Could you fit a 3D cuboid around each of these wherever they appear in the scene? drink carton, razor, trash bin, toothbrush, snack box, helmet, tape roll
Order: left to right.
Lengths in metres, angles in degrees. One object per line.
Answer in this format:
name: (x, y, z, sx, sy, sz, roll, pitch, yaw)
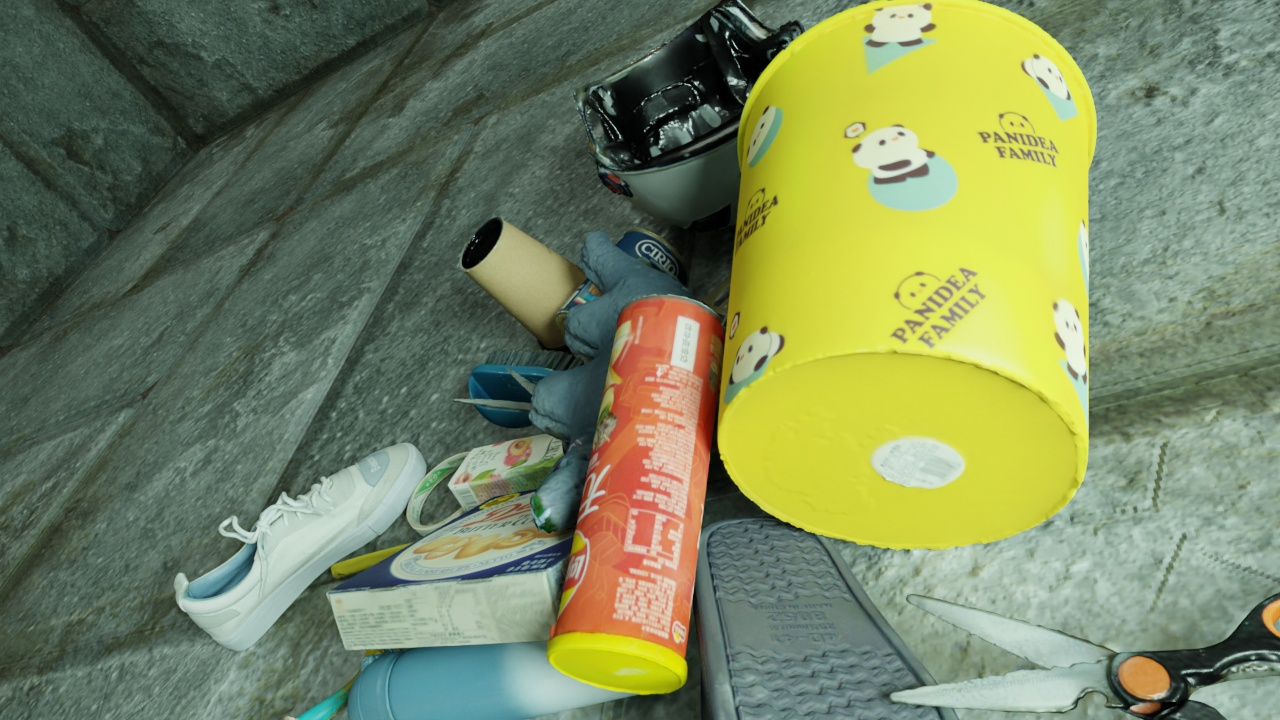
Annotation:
razor: (-0.234, 0.255, 0.684, 0.132, 0.028, 0.043, -40, 64, -11)
toothbrush: (-0.189, 0.161, 0.773, 0.190, 0.016, 0.016, -19, 43, 25)
tape roll: (-0.168, 0.118, 0.810, 0.086, 0.014, 0.085, -24, 35, 18)
snack box: (-0.077, 0.128, 0.607, 0.178, 0.046, 0.182, -14, 7, 31)
drink carton: (-0.089, 0.092, 0.741, 0.123, 0.045, 0.053, -13, 26, 28)
helmet: (0.068, -0.213, 0.883, 0.230, 0.157, 0.274, -33, 40, 0)
trash bin: (0.154, -0.045, 0.544, 0.230, 0.229, 0.254, -13, 45, 31)

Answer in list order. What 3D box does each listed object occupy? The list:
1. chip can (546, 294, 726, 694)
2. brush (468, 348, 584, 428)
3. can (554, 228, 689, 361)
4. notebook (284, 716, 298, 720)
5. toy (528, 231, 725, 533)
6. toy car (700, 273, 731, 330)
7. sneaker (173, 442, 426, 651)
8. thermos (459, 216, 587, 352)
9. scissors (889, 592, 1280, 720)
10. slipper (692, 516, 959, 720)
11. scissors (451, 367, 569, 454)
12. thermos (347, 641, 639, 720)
chip can: (0.003, 0.067, 0.511, 0.073, 0.073, 0.216, -12, 52, 31)
brush: (-0.106, 0.028, 0.829, 0.144, 0.055, 0.073, 3, 48, 44)
can: (-0.017, -0.055, 0.834, 0.075, 0.075, 0.111, 11, 55, 49)
notebook: (-0.217, 0.336, 0.551, 0.212, 0.012, 0.149, 20, 78, 52)
toy: (-0.004, 0.004, 0.670, 0.138, 0.092, 0.355, 10, 35, -1)
toy car: (0.079, -0.039, 0.761, 0.158, 0.042, 0.070, -44, 33, -8)
sneaker: (-0.309, 0.148, 0.831, 0.242, 0.091, 0.089, -43, 34, -12)
thermos: (-0.099, -0.072, 0.880, 0.093, 0.143, 0.092, -30, 39, 28)
scissors: (0.231, 0.132, 0.380, 0.204, 0.022, 0.225, -36, 44, -20)
slipper: (0.082, 0.172, 0.462, 0.110, 0.083, 0.268, -2, 20, -4)
scissors: (-0.060, 0.043, 0.721, 0.181, 0.014, 0.159, 1, 25, -6)
thermos: (-0.091, 0.203, 0.591, 0.221, 0.070, 0.070, -22, 35, 22)
